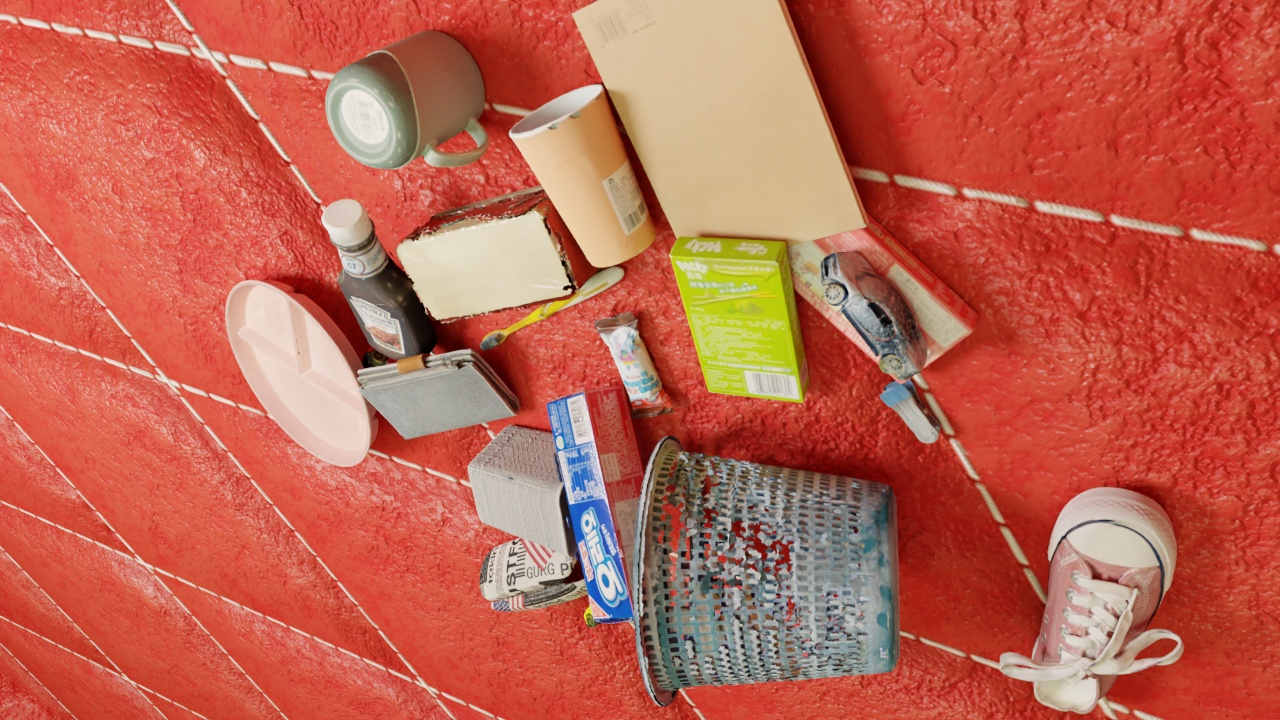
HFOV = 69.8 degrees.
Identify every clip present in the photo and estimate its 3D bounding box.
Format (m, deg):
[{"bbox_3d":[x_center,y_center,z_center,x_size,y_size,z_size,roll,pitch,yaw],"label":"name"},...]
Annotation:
[{"bbox_3d":[0.216,0.040,0.726,0.058,0.035,0.025,50,129,-5],"label":"clip"}]

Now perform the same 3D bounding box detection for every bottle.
[{"bbox_3d":[-0.241,-0.069,0.839,0.080,0.043,0.195,23,151,16],"label":"bottle"}]

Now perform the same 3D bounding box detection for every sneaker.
[{"bbox_3d":[0.354,0.208,0.720,0.118,0.087,0.241,13,128,21],"label":"sneaker"}]

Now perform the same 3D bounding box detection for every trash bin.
[{"bbox_3d":[0.115,0.176,0.767,0.195,0.226,0.227,-1,122,14],"label":"trash bin"}]

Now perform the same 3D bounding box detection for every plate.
[{"bbox_3d":[-0.366,0.013,0.998,0.230,0.028,0.230,22,130,28],"label":"plate"}]

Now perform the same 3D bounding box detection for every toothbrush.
[{"bbox_3d":[-0.085,-0.044,0.831,0.192,0.018,0.016,-24,110,38],"label":"toothbrush"}]

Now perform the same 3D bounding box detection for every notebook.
[{"bbox_3d":[0.053,-0.170,0.639,0.150,0.012,0.211,-11,115,38],"label":"notebook"}]

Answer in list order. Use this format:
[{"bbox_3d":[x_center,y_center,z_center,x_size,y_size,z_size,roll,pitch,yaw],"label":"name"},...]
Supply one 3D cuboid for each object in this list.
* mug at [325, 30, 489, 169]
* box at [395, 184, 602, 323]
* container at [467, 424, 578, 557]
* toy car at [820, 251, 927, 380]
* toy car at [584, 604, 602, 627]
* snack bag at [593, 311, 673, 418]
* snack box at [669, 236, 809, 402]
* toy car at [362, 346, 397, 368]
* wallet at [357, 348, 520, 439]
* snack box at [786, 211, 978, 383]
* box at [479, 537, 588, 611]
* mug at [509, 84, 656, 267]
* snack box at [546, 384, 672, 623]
[{"bbox_3d":[-0.174,-0.193,0.717,0.112,0.106,0.082,42,131,-5],"label":"mug"},{"bbox_3d":[-0.125,-0.089,0.782,0.169,0.078,0.091,-8,118,32],"label":"box"},{"bbox_3d":[-0.101,0.125,0.914,0.114,0.090,0.090,12,126,26],"label":"container"},{"bbox_3d":[0.166,-0.035,0.643,0.031,0.048,0.105,-34,102,37],"label":"toy car"},{"bbox_3d":[-0.026,0.257,0.995,0.105,0.048,0.032,-49,59,43],"label":"toy car"},{"bbox_3d":[-0.005,0.005,0.816,0.045,0.026,0.105,-7,116,36],"label":"snack bag"},{"bbox_3d":[0.081,-0.029,0.718,0.086,0.026,0.156,6,140,24],"label":"snack box"},{"bbox_3d":[-0.241,0.023,0.956,0.106,0.031,0.049,27,132,4],"label":"toy car"},{"bbox_3d":[-0.199,0.030,0.904,0.130,0.036,0.106,-12,138,18],"label":"wallet"},{"bbox_3d":[0.166,-0.057,0.679,0.153,0.025,0.075,41,133,-2],"label":"snack box"},{"bbox_3d":[-0.109,0.244,1.034,0.163,0.075,0.087,-24,138,35],"label":"box"},{"bbox_3d":[-0.037,-0.138,0.706,0.078,0.078,0.123,-9,122,33],"label":"mug"},{"bbox_3d":[-0.029,0.130,0.834,0.057,0.058,0.207,-19,82,41],"label":"snack box"}]
